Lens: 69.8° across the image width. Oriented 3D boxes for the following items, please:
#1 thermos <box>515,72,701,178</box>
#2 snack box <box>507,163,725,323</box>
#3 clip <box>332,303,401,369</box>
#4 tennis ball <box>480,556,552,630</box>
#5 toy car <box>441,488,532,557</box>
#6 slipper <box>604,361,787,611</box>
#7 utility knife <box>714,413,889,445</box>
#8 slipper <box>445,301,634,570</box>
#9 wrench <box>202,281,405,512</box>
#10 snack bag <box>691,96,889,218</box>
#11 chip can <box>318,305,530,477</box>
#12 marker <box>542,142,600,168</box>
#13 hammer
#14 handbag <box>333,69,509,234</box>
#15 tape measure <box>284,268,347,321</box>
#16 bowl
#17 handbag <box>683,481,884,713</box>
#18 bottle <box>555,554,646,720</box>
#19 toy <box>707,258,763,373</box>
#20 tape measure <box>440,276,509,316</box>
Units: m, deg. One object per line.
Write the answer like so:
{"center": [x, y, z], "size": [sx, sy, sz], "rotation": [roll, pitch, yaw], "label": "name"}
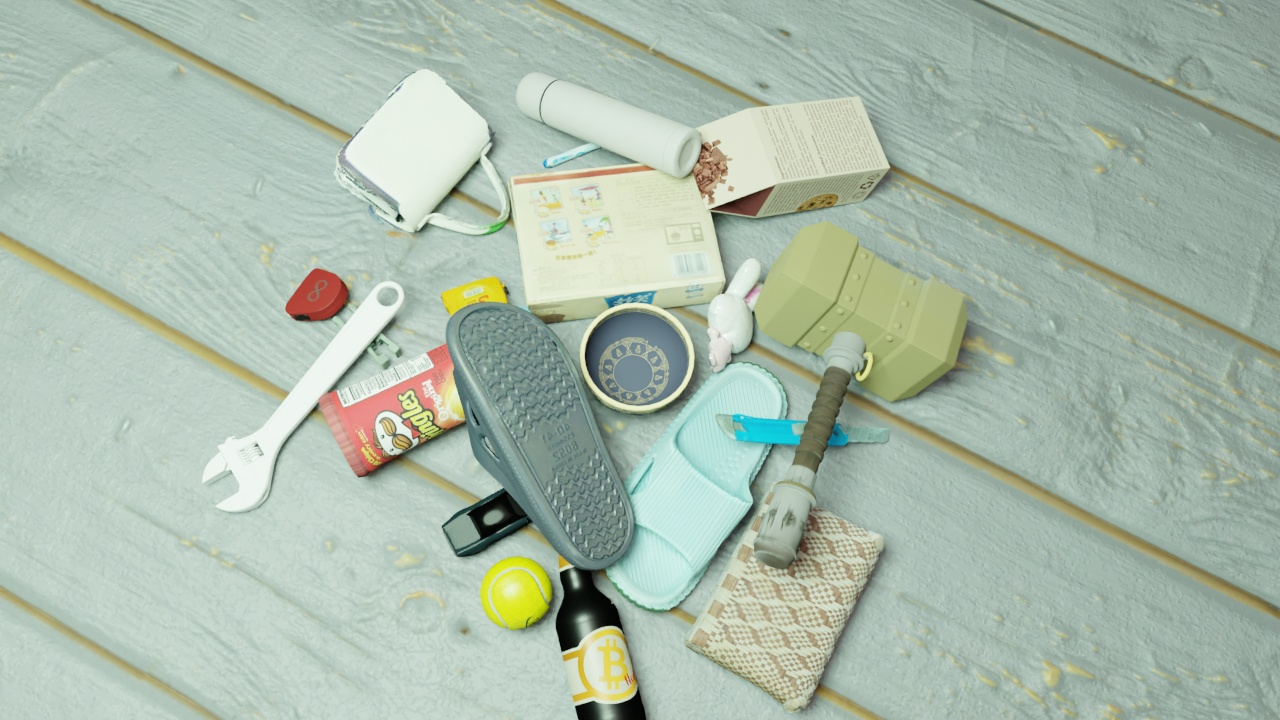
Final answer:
{"center": [-0.040, -0.258, 0.991], "size": [0.224, 0.052, 0.052], "rotation": [27, 69, 26], "label": "thermos"}
{"center": [-0.028, -0.128, 0.975], "size": [0.207, 0.055, 0.153], "rotation": [-8, 70, -7], "label": "snack box"}
{"center": [-0.279, -0.025, 0.935], "size": [0.076, 0.023, 0.043], "rotation": [42, 71, 8], "label": "clip"}
{"center": [-0.114, 0.212, 0.839], "size": [0.065, 0.065, 0.065], "rotation": [2, 70, -4], "label": "tennis ball"}
{"center": [-0.133, 0.147, 0.878], "size": [0.112, 0.034, 0.046], "rotation": [-28, 75, -14], "label": "toy car"}
{"center": [0.057, 0.110, 0.891], "size": [0.116, 0.070, 0.275], "rotation": [32, 70, 10], "label": "slipper"}
{"center": [0.167, 0.070, 0.911], "size": [0.206, 0.015, 0.031], "rotation": [5, 63, -26], "label": "utility knife"}
{"center": [-0.098, 0.070, 0.849], "size": [0.110, 0.084, 0.268], "rotation": [-31, 96, -38], "label": "slipper"}
{"center": [-0.324, 0.030, 0.899], "size": [0.066, 0.018, 0.273], "rotation": [35, 77, 7], "label": "wrench"}
{"center": [0.151, -0.218, 1.000], "size": [0.206, 0.070, 0.094], "rotation": [-11, 71, -18], "label": "snack bag"}
{"center": [-0.193, 0.028, 0.890], "size": [0.213, 0.087, 0.087], "rotation": [-27, 74, -14], "label": "chip can"}
{"center": [-0.045, -0.246, 1.041], "size": [0.141, 0.013, 0.013], "rotation": [-24, 74, -12], "label": "marker"}
{"center": [0.174, 0.045, 0.866], "size": [0.190, 0.101, 0.323], "rotation": [28, 60, -3], "label": "hammer"}
{"center": [-0.219, -0.200, 0.989], "size": [0.176, 0.074, 0.151], "rotation": [39, 72, -11], "label": "handbag"}
{"center": [-0.329, -0.063, 0.940], "size": [0.051, 0.019, 0.058], "rotation": [20, 67, 26], "label": "tape measure"}
{"center": [-0.005, 0.005, 0.925], "size": [0.112, 0.061, 0.112], "rotation": [2, 70, -4], "label": "bowl"}
{"center": [0.138, 0.221, 0.869], "size": [0.124, 0.047, 0.185], "rotation": [28, 70, 14], "label": "handbag"}
{"center": [-0.047, 0.245, 0.836], "size": [0.059, 0.059, 0.181], "rotation": [-14, 72, -10], "label": "bottle"}
{"center": [0.095, -0.042, 0.949], "size": [0.037, 0.076, 0.125], "rotation": [15, 66, 33], "label": "toy"}
{"center": [-0.165, -0.052, 0.950], "size": [0.068, 0.030, 0.059], "rotation": [-21, 73, -8], "label": "tape measure"}
